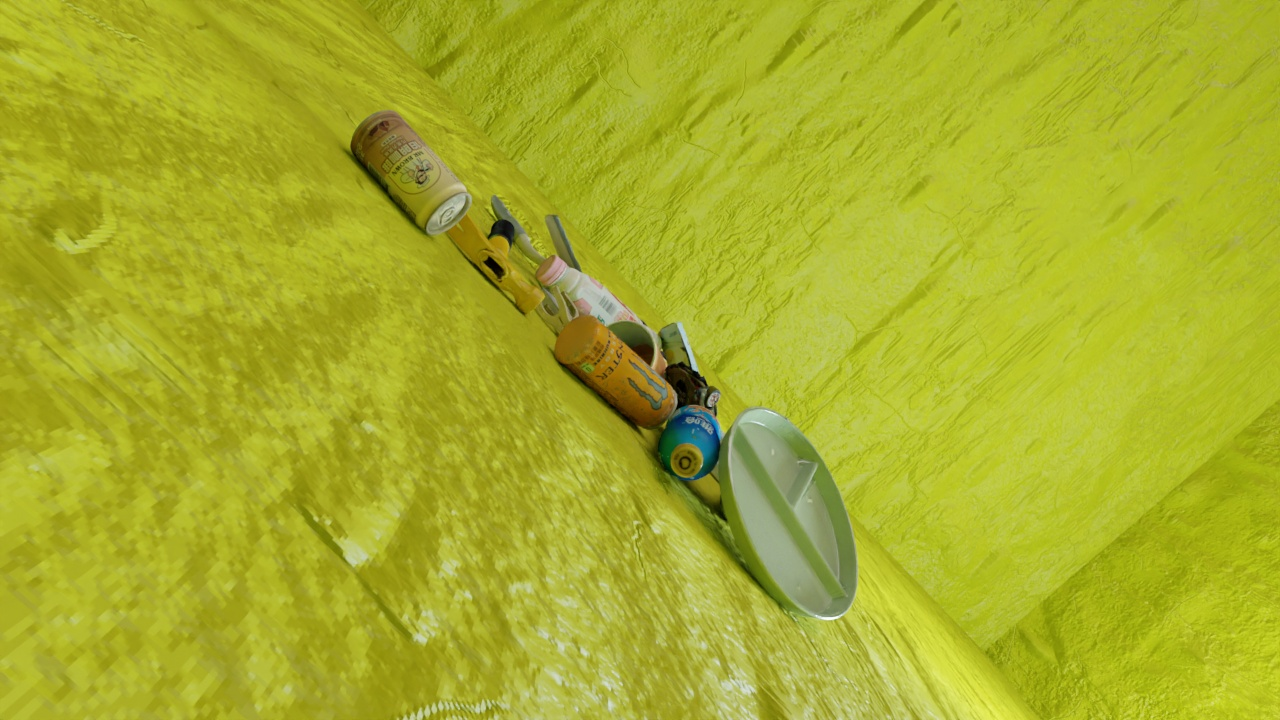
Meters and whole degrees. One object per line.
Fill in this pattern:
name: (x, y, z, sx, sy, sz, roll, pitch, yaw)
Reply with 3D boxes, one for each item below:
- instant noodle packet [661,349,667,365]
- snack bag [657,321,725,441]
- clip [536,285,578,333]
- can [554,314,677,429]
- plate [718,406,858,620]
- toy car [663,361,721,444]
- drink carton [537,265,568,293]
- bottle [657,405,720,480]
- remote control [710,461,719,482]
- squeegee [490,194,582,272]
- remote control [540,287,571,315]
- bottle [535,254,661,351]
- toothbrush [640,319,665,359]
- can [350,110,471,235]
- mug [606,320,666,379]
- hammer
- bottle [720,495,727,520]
instant noodle packet: (0.018, 0.009, 1.373, 0.110, 0.044, 0.128, 59, 14, 26)
snack bag: (0.073, 0.043, 1.276, 0.110, 0.038, 0.191, 140, -70, -72)
clip: (-0.085, -0.040, 1.039, 0.072, 0.035, 0.100, 39, 18, -56)
can: (-0.024, 0.014, 0.957, 0.146, 0.058, 0.058, 42, 7, -38)
plate: (0.153, 0.157, 0.950, 0.230, 0.028, 0.229, 34, 41, -35)
toy car: (0.063, 0.067, 1.119, 0.070, 0.042, 0.158, 35, -32, 39)
drink carton: (-0.086, -0.088, 1.282, 0.122, 0.045, 0.053, 43, 8, -30)
bottle: (0.053, 0.089, 0.962, 0.065, 0.065, 0.218, 47, 5, 1)
remote control: (0.101, 0.139, 1.206, 0.150, 0.021, 0.058, 48, 5, 10)
squeegee: (-0.168, -0.179, 1.365, 0.246, 0.039, 0.247, 44, -15, 34)
remote control: (-0.080, -0.042, 1.144, 0.135, 0.019, 0.056, 40, 9, -49)
bottle: (-0.058, -0.064, 1.232, 0.197, 0.068, 0.068, 41, 7, -24)
toothbrush: (0.051, 0.007, 1.355, 0.189, 0.018, 0.014, 47, 22, -24)
can: (-0.218, -0.179, 0.871, 0.116, 0.058, 0.058, 47, 6, 8)
mug: (-0.007, 0.006, 1.098, 0.078, 0.078, 0.123, 49, 0, 20)
hammer: (-0.168, -0.135, 1.080, 0.129, 0.033, 0.300, 46, 6, -15)
bottle: (0.137, 0.161, 1.071, 0.068, 0.068, 0.189, 48, 6, 13)
